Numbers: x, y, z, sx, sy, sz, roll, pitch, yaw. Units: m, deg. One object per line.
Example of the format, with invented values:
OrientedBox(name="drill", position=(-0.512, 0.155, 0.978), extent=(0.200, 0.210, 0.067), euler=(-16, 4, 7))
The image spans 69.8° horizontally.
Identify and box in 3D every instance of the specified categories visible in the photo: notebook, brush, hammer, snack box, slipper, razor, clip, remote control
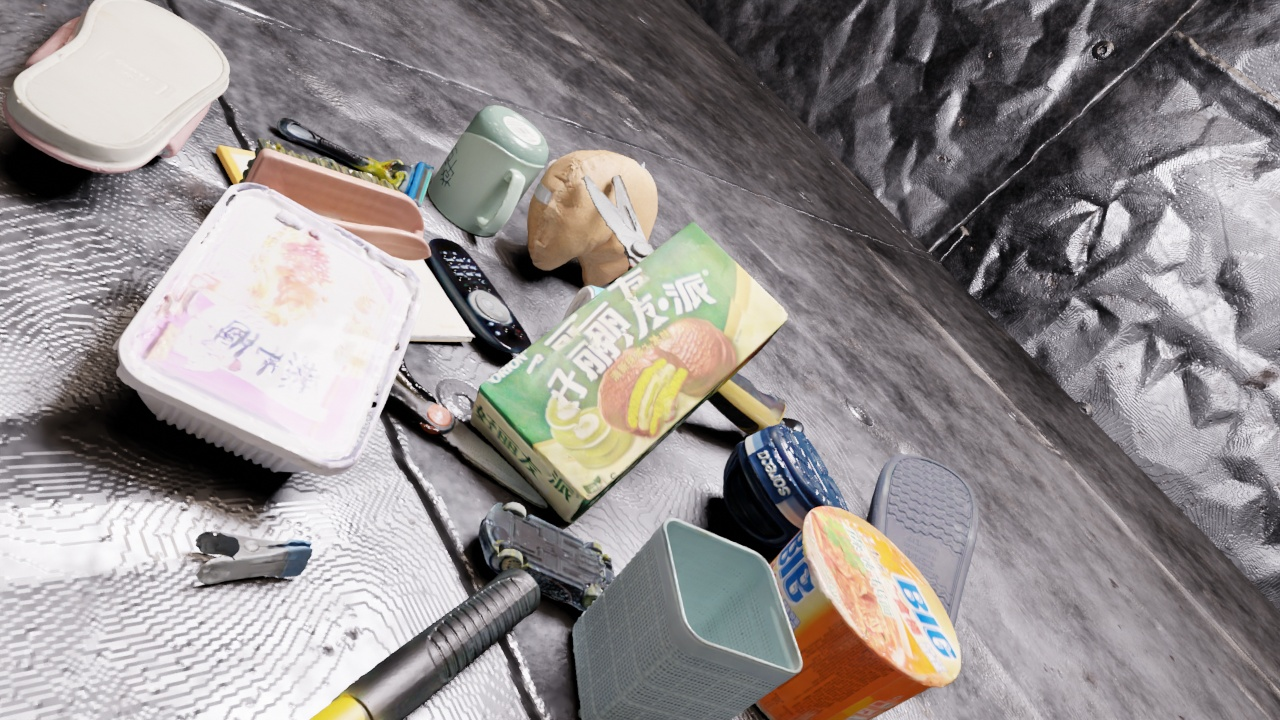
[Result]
OrientedBox(name="notebook", position=(-0.237, -0.092, 0.738), extent=(0.145, 0.010, 0.206), euler=(1, 47, -52))
OrientedBox(name="brush", position=(-0.228, -0.111, 0.697), extent=(0.145, 0.063, 0.073), euler=(12, 34, -46))
OrientedBox(name="hammer", position=(-0.136, 0.171, 0.432), extent=(0.129, 0.033, 0.300), euler=(46, 26, 9))
OrientedBox(name="snack box", position=(-0.004, 0.004, 0.708), extent=(0.114, 0.063, 0.239), euler=(46, 62, 8))
OrientedBox(name="slipper", position=(0.121, 0.119, 0.802), extent=(0.105, 0.095, 0.252), euler=(65, 9, 16))
OrientedBox(name="razor", position=(0.100, 0.047, 0.902), extent=(0.167, 0.062, 0.067), euler=(37, 62, -44))
OrientedBox(name="razor", position=(-0.263, -0.186, 0.842), extent=(0.142, 0.022, 0.042), euler=(21, 76, -31))
OrientedBox(name="slipper", position=(0.258, 0.198, 0.906), extent=(0.110, 0.084, 0.267), euler=(30, 43, 1))
OrientedBox(name="clip", position=(-0.197, 0.102, 0.468), extent=(0.056, 0.024, 0.028), euler=(13, 33, -39))
OrientedBox(name="remote control", position=(-0.142, -0.052, 0.791), extent=(0.136, 0.024, 0.053), euler=(53, 26, 21))
OrientedBox(name="slipper", position=(-0.373, -0.196, 0.663), extent=(0.114, 0.055, 0.274), euler=(27, 26, -27))

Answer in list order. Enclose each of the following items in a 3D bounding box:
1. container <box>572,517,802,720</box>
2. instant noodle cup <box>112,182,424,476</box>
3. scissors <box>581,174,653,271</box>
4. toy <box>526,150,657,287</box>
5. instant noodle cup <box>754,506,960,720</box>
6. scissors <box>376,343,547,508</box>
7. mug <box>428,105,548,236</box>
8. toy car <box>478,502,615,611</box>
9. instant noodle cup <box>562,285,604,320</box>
OrientedBox(name="container", position=(0.022, 0.173, 0.557), extent=(0.090, 0.112, 0.090), euler=(26, 29, -27))
OrientedBox(name="instant noodle cup", position=(-0.217, -0.012, 0.549), extent=(0.138, 0.061, 0.173), euler=(31, 42, -21))
OrientedBox(name="scissors", position=(0.015, -0.082, 0.820), extent=(0.214, 0.015, 0.196), euler=(26, 50, -5))
OrientedBox(name="toy", position=(-0.031, -0.143, 0.960), extent=(0.082, 0.143, 0.225), euler=(41, 12, 27))
OrientedBox(name="instant noodle cup", position=(0.142, 0.201, 0.680), extent=(0.151, 0.112, 0.151), euler=(32, 27, -19))
OrientedBox(name="scissors", position=(-0.148, 0.023, 0.654), extent=(0.234, 0.022, 0.124), euler=(29, 38, -24))
OrientedBox(name="mug", position=(-0.143, -0.179, 0.898), extent=(0.082, 0.107, 0.111), euler=(19, 34, -40))
OrientedBox(name="toy car", position=(-0.062, 0.131, 0.601), extent=(0.105, 0.031, 0.048), euler=(32, 26, -22))
OrientedBox(name="instant noodle cup", position=(-0.009, -0.012, 0.829), extent=(0.120, 0.111, 0.111), euler=(20, 31, -23))
